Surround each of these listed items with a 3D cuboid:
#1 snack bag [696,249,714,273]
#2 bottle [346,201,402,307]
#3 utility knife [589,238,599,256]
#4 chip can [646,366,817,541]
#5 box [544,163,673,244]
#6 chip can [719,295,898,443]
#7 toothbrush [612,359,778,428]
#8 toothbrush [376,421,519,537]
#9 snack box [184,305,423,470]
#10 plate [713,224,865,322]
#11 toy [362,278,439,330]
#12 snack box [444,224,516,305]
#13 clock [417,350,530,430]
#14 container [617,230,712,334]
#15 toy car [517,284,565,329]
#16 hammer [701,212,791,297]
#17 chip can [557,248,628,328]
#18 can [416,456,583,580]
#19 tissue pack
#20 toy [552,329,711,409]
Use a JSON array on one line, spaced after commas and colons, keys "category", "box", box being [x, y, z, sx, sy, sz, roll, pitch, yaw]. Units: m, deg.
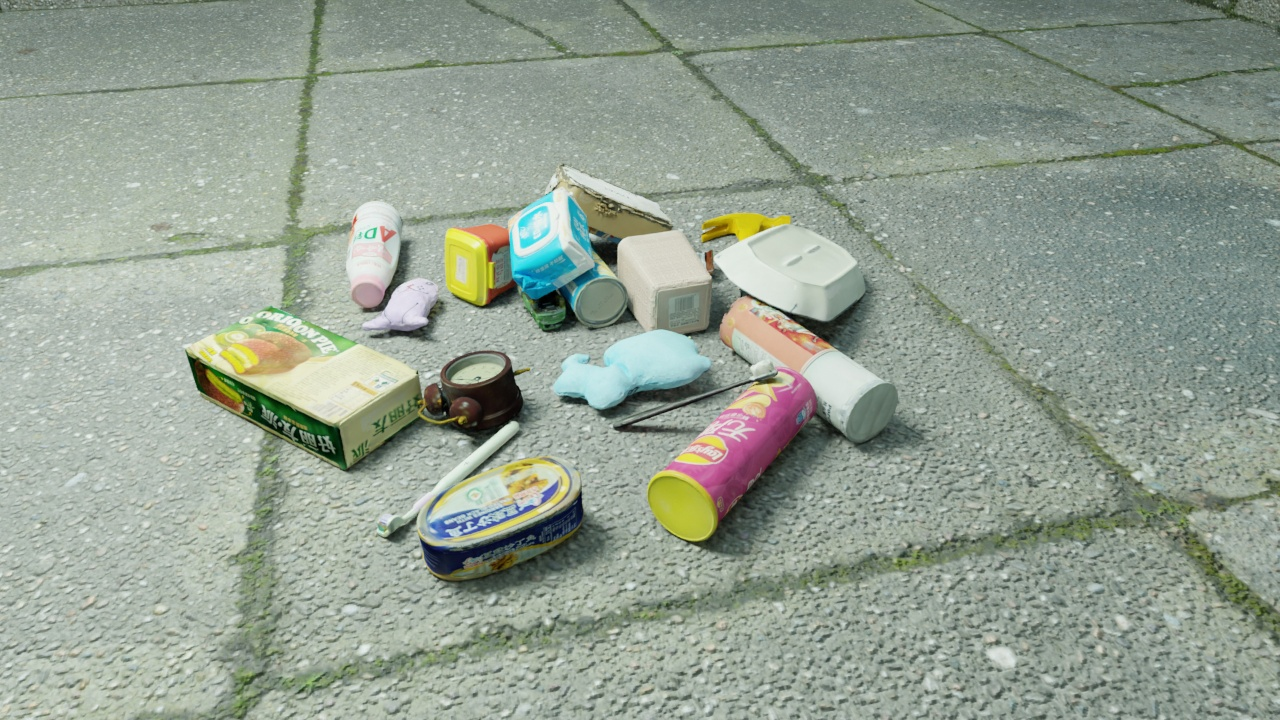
[{"category": "snack bag", "box": [0.046, -0.129, 1.227, 0.104, 0.026, 0.048, -3, 46, 4]}, {"category": "bottle", "box": [-0.352, -0.139, 1.210, 0.068, 0.068, 0.196, -5, 37, -8]}, {"category": "utility knife", "box": [-0.071, -0.148, 1.271, 0.029, 0.013, 0.215, -10, 38, -12]}, {"category": "chip can", "box": [0.093, 0.082, 0.875, 0.071, 0.071, 0.209, 21, 39, 28]}, {"category": "box", "box": [-0.037, -0.201, 1.252, 0.184, 0.061, 0.089, 21, 22, -28]}, {"category": "chip can", "box": [0.175, 0.004, 0.995, 0.071, 0.071, 0.215, -19, 38, -27]}, {"category": "toothbrush", "box": [0.052, 0.037, 0.930, 0.181, 0.018, 0.015, -21, 17, 17]}, {"category": "toothbrush", "box": [-0.178, 0.108, 0.882, 0.020, 0.029, 0.189, 52, 45, -2]}, {"category": "snack box", "box": [-0.355, 0.022, 0.969, 0.240, 0.063, 0.114, 20, 38, 27]}, {"category": "plate", "box": [0.196, -0.119, 1.138, 0.162, 0.034, 0.265, 32, 28, 17]}, {"category": "toy", "box": [-0.286, -0.067, 1.125, 0.084, 0.039, 0.107, -4, 34, 9]}, {"category": "snack box", "box": [-0.199, -0.126, 1.172, 0.082, 0.091, 0.079, 24, 33, 31]}, {"category": "clock", "box": [-0.175, 0.036, 0.951, 0.082, 0.055, 0.121, 18, 38, 36]}, {"category": "container", "box": [0.031, -0.090, 1.122, 0.090, 0.090, 0.111, -10, 39, -16]}, {"category": "toy car", "box": [-0.122, -0.071, 1.135, 0.043, 0.036, 0.091, -13, 38, -17]}, {"category": "hammer", "box": [0.145, -0.125, 1.222, 0.129, 0.033, 0.300, 2, 34, 3]}, {"category": "chip can", "box": [-0.087, -0.122, 1.181, 0.071, 0.071, 0.210, -13, 37, -20]}, {"category": "can", "box": [-0.120, 0.135, 0.798, 0.148, 0.049, 0.074, -19, 49, -19]}, {"category": "tissue pack", "box": [-0.113, -0.145, 1.115, 0.090, 0.063, 0.139, -28, 42, 16]}, {"category": "toy", "box": [-0.006, 0.006, 1.010, 0.162, 0.050, 0.155, 14, 43, 33]}]
